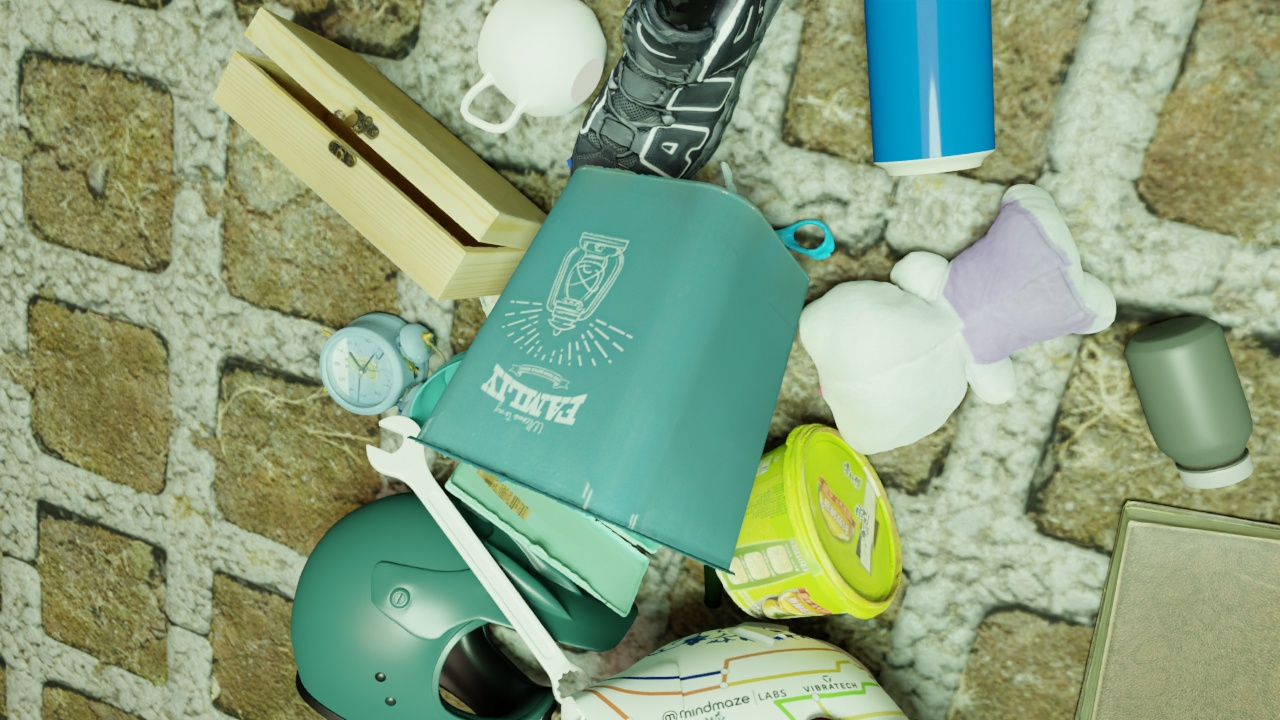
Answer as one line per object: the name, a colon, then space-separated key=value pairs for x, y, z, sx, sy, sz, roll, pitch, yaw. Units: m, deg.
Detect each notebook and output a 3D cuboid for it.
notebook: x=0.434 y=0.215 z=0.665 sx=0.190 sy=0.034 sz=0.216 roll=7 pitch=107 yaw=17

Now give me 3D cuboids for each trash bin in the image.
trash bin: x=-0.004 y=0.004 z=0.633 sx=0.197 sy=0.199 sz=0.218 roll=16 pitch=78 yaw=34

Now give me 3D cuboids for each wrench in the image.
wrench: x=-0.127 y=0.156 z=0.723 sx=0.273 sy=0.047 sz=0.009 roll=51 pitch=155 yaw=8

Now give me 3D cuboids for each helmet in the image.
helmet: x=-0.157 y=0.220 z=0.794 sx=0.275 sy=0.176 sz=0.200 roll=25 pitch=98 yaw=1
helmet: x=0.089 y=0.309 z=0.652 sx=0.314 sy=0.235 sz=0.232 roll=0 pitch=145 yaw=-11

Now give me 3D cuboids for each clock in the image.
clock: x=-0.228 y=0.006 z=0.824 sx=0.124 sy=0.051 sz=0.089 roll=9 pitch=107 yaw=13

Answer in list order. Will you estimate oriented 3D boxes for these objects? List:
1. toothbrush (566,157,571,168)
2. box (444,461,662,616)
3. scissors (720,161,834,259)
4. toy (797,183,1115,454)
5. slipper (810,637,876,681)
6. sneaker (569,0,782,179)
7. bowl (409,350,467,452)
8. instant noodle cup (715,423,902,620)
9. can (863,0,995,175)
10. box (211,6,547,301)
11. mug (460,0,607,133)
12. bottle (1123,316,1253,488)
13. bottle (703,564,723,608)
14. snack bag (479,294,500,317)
toothbrush: x=-0.010 y=-0.083 z=0.749 sx=0.017 sy=0.011 sz=0.186 roll=-30 pitch=91 yaw=23
box: x=-0.052 y=0.109 z=0.754 sx=0.187 sy=0.112 sz=0.079 roll=39 pitch=134 yaw=-8
scissors: x=0.082 y=-0.085 z=0.713 sx=0.127 sy=0.014 sz=0.127 roll=21 pitch=111 yaw=14
toy: x=0.218 y=-0.020 z=0.650 sx=0.210 sy=0.085 sz=0.137 roll=-32 pitch=94 yaw=19
slipper: x=0.171 y=0.329 z=0.776 sx=0.107 sy=0.055 sz=0.221 roll=-31 pitch=94 yaw=22
sneaker: x=0.016 y=-0.200 z=0.629 sx=0.097 sy=0.150 sz=0.253 roll=34 pitch=113 yaw=6
bowl: x=-0.140 y=0.025 z=0.788 sx=0.121 sy=0.121 sz=0.046 roll=-48 pitch=43 yaw=23
instant noodle cup: x=0.121 y=0.129 z=0.695 sx=0.098 sy=0.145 sz=0.146 roll=-27 pitch=95 yaw=34
can: x=0.191 y=-0.200 z=0.608 sx=0.079 sy=0.078 sz=0.146 roll=-2 pitch=104 yaw=19
box: x=-0.186 y=-0.155 z=0.704 sx=0.249 sy=0.128 sz=0.092 roll=42 pitch=113 yaw=13
mug: x=-0.079 y=-0.215 z=0.680 sx=0.076 sy=0.090 sz=0.123 roll=37 pitch=77 yaw=14
bottle: x=0.373 y=0.028 z=0.620 sx=0.060 sy=0.060 sz=0.108 roll=-20 pitch=98 yaw=22
bottle: x=0.065 y=0.152 z=0.775 sx=0.033 sy=0.033 sz=0.123 roll=8 pitch=108 yaw=17
snack bag: x=-0.077 y=-0.059 z=0.762 sx=0.116 sy=0.036 sz=0.077 roll=-14 pitch=99 yaw=22
